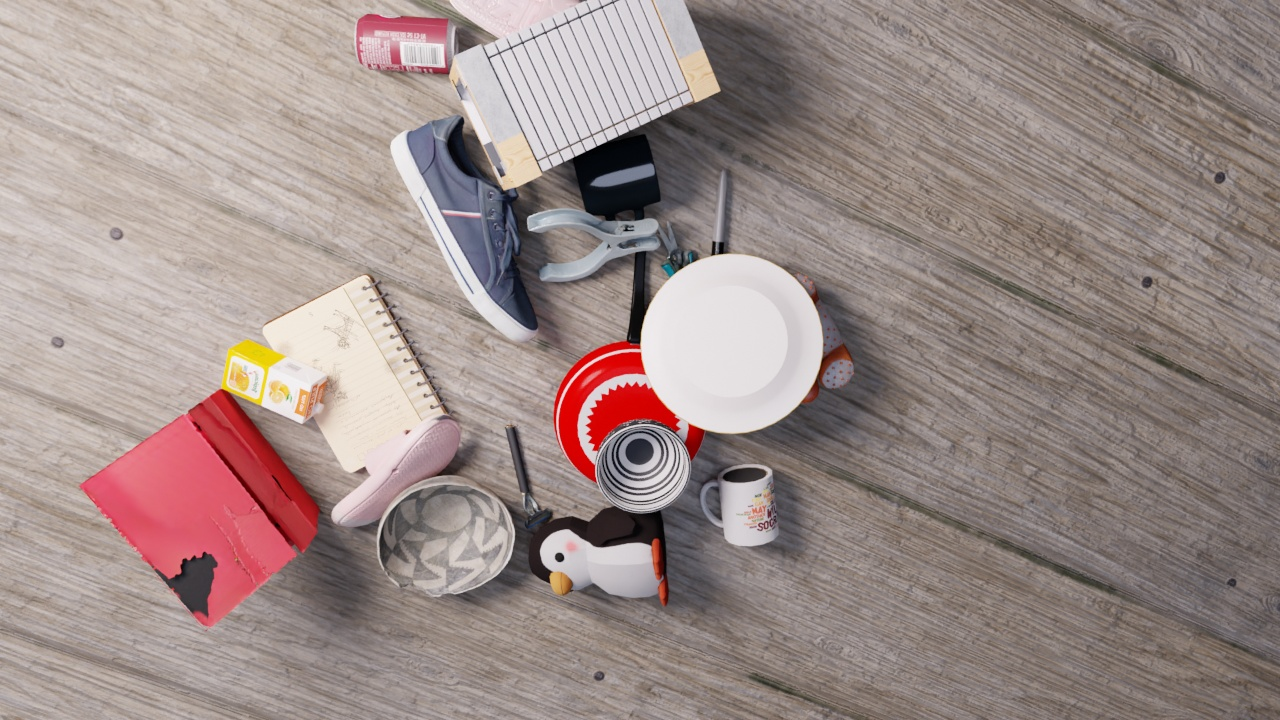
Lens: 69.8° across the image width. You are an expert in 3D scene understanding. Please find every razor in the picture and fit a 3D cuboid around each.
[{"bbox_3d":[-0.162,0.155,1.251,0.042,0.022,0.144,-23,103,-42],"label":"razor"}]

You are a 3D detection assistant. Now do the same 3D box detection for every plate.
[{"bbox_3d":[0.114,-0.023,1.152,0.230,0.021,0.229,-1,84,7],"label":"plate"}]

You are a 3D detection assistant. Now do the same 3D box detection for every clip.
[{"bbox_3d":[-0.065,-0.132,1.172,0.173,0.030,0.159,2,147,-15],"label":"clip"}]

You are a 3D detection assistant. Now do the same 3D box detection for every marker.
[{"bbox_3d":[0.103,-0.179,1.192,0.016,0.022,0.139,4,104,0],"label":"marker"}]

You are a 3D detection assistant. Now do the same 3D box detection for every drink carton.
[{"bbox_3d":[-0.463,0.028,1.168,0.122,0.040,0.059,23,114,3],"label":"drink carton"}]

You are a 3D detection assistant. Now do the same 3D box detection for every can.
[{"bbox_3d":[-0.278,-0.378,1.096,0.114,0.063,0.063,2,103,-5],"label":"can"}]

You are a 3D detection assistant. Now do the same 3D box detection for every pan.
[{"bbox_3d":[-0.007,0.007,1.211,0.209,0.067,0.356,2,106,-5],"label":"pan"}]

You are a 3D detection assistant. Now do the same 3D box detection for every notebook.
[{"bbox_3d":[-0.366,0.018,1.201,0.167,0.024,0.225,-26,104,3],"label":"notebook"}]

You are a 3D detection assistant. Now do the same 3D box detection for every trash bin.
[{"bbox_3d":[-0.068,-0.309,1.025,0.246,0.142,0.142,-27,104,-8],"label":"trash bin"}]

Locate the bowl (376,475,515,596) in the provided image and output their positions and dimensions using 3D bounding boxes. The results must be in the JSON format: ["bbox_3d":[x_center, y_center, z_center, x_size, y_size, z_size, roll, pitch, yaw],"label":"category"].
[{"bbox_3d":[-0.259,0.219,1.222,0.178,0.081,0.179,-6,118,-12],"label":"bowl"}]

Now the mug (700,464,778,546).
[{"bbox_3d":[0.134,0.197,1.261,0.105,0.073,0.089,-2,104,22],"label":"mug"}]

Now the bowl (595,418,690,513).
[{"bbox_3d":[0.001,0.127,1.176,0.120,0.066,0.120,-1,107,-4],"label":"bowl"}]

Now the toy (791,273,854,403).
[{"bbox_3d":[0.177,-0.012,1.201,0.172,0.092,0.164,-30,103,4],"label":"toy"}]

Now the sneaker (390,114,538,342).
[{"bbox_3d":[-0.180,-0.168,1.133,0.127,0.120,0.294,-24,101,14],"label":"sneaker"}]

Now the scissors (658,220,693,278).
[{"bbox_3d":[0.057,-0.105,1.200,0.122,0.019,0.148,14,86,-25],"label":"scissors"}]

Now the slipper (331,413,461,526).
[{"bbox_3d":[-0.320,0.145,1.202,0.222,0.106,0.055,-43,65,16],"label":"slipper"}]

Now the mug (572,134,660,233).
[{"bbox_3d":[-0.027,-0.213,1.148,0.094,0.085,0.122,-14,122,0],"label":"mug"}]

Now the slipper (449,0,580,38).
[{"bbox_3d":[-0.123,-0.408,1.101,0.239,0.064,0.094,30,99,-9],"label":"slipper"}]

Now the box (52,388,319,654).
[{"bbox_3d":[-0.487,0.157,1.076,0.121,0.318,0.211,-30,104,11],"label":"box"}]

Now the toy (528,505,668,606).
[{"bbox_3d":[-0.058,0.251,1.242,0.184,0.139,0.159,-4,136,6],"label":"toy"}]
